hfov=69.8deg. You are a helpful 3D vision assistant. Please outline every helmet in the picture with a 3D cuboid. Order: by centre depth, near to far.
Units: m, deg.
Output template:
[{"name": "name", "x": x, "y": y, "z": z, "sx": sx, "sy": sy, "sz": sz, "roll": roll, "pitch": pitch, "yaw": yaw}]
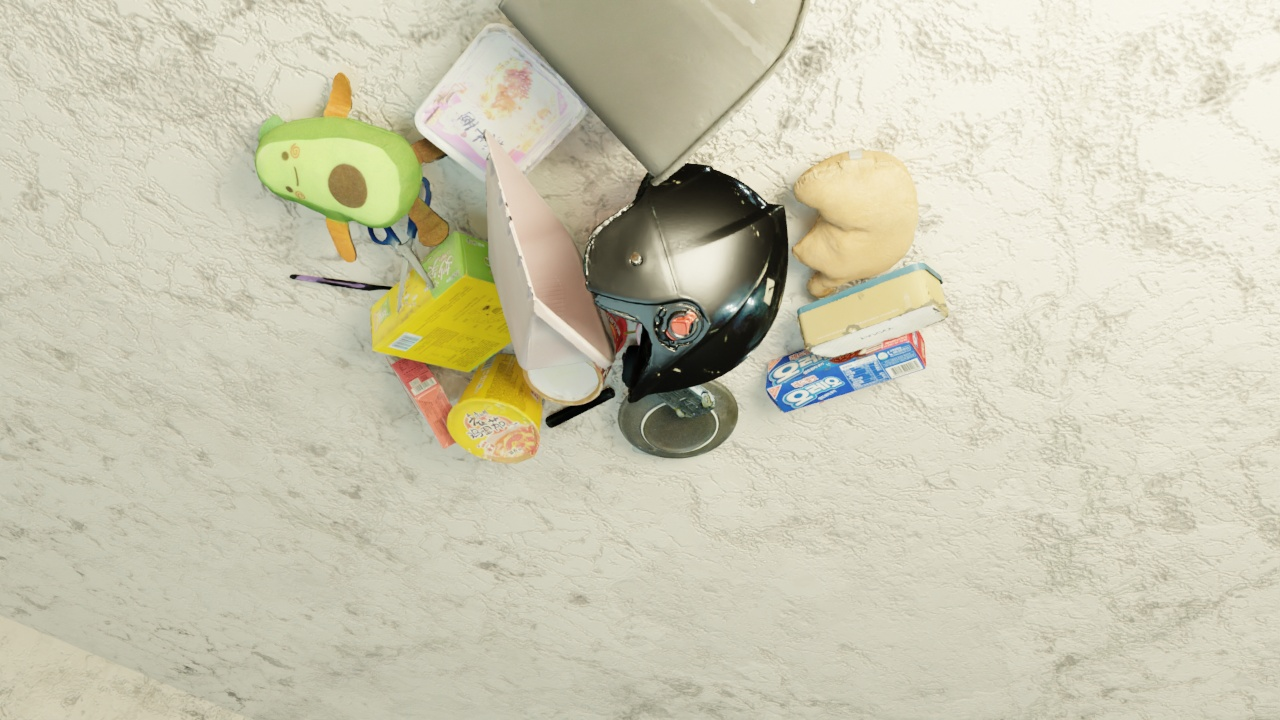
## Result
[{"name": "helmet", "x": 0.049, "y": -0.087, "z": 1.031, "sx": 0.230, "sy": 0.233, "sz": 0.275, "roll": 2, "pitch": 98, "yaw": 0}]

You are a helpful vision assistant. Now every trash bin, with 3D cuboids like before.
[{"name": "trash bin", "x": 0.012, "y": -0.325, "z": 0.853, "sx": 0.219, "sy": 0.198, "sz": 0.199, "roll": 40, "pitch": 129, "yaw": -16}]

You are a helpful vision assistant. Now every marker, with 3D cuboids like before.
[{"name": "marker", "x": -0.092, "y": 0.072, "z": 1.385, "sx": 0.132, "sy": 0.022, "sz": 0.020, "roll": -26, "pitch": 81, "yaw": 33}]

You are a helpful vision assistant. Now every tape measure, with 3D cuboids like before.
[{"name": "tape measure", "x": -0.008, "y": 0.007, "z": 1.275, "sx": 0.039, "sy": 0.057, "sz": 0.058, "roll": 9, "pitch": 117, "yaw": 2}]

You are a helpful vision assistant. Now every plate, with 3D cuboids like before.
[{"name": "plate", "x": 0.057, "y": 0.090, "z": 1.343, "sx": 0.179, "sy": 0.024, "sz": 0.180, "roll": -2, "pitch": 134, "yaw": -2}]

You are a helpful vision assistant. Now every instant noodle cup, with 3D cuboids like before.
[{"name": "instant noodle cup", "x": -0.149, "y": -0.285, "z": 1.014, "sx": 0.138, "sy": 0.060, "sz": 0.174, "roll": 37, "pitch": 133, "yaw": -23}, {"name": "instant noodle cup", "x": -0.092, "y": -0.013, "z": 1.238, "sx": 0.138, "sy": 0.108, "sz": 0.138, "roll": 6, "pitch": 136, "yaw": 6}, {"name": "instant noodle cup", "x": -0.201, "y": 0.066, "z": 1.341, "sx": 0.138, "sy": 0.109, "sz": 0.138, "roll": 7, "pitch": 135, "yaw": 6}]

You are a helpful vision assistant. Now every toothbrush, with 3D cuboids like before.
[{"name": "toothbrush", "x": -0.402, "y": -0.104, "z": 1.287, "sx": 0.189, "sy": 0.014, "sz": 0.017, "roll": 8, "pitch": 148, "yaw": 6}]

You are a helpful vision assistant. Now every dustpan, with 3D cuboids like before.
[{"name": "dustpan", "x": -0.089, "y": -0.107, "z": 1.037, "sx": 0.138, "sy": 0.222, "sz": 0.274, "roll": -11, "pitch": 158, "yaw": -16}]

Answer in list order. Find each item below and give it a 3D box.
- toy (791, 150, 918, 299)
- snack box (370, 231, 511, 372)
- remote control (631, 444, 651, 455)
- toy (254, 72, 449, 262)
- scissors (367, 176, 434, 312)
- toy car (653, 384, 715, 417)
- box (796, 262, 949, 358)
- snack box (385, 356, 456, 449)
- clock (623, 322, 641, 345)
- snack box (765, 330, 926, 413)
[{"name": "toy", "x": 0.247, "y": -0.141, "z": 1.058, "sx": 0.143, "sy": 0.082, "sz": 0.226, "roll": 3, "pitch": 139, "yaw": 10}, {"name": "snack box", "x": -0.232, "y": -0.069, "z": 1.201, "sx": 0.157, "sy": 0.070, "sz": 0.211, "roll": 16, "pitch": 143, "yaw": -43}, {"name": "remote control", "x": 0.017, "y": 0.093, "z": 1.380, "sx": 0.056, "sy": 0.020, "sz": 0.136, "roll": 8, "pitch": 133, "yaw": 3}, {"name": "toy", "x": -0.340, "y": -0.222, "z": 1.084, "sx": 0.247, "sy": 0.089, "sz": 0.227, "roll": 9, "pitch": 112, "yaw": 2}, {"name": "scissors", "x": -0.295, "y": -0.150, "z": 1.147, "sx": 0.162, "sy": 0.176, "sz": 0.012, "roll": 24, "pitch": -170, "yaw": 36}, {"name": "toy car", "x": 0.051, "y": 0.040, "z": 1.254, "sx": 0.054, "sy": 0.036, "sz": 0.120, "roll": -25, "pitch": 135, "yaw": 38}, {"name": "box", "x": 0.288, "y": -0.059, "z": 1.116, "sx": 0.185, "sy": 0.059, "sz": 0.089, "roll": -23, "pitch": 158, "yaw": 28}, {"name": "snack box", "x": -0.320, "y": 0.053, "z": 1.374, "sx": 0.044, "sy": 0.127, "sz": 0.113, "roll": -32, "pitch": 134, "yaw": -15}, {"name": "clock", "x": 0.065, "y": -0.042, "z": 1.207, "sx": 0.158, "sy": 0.059, "sz": 0.117, "roll": 18, "pitch": 136, "yaw": -8}, {"name": "snack box", "x": 0.266, "y": 0.007, "z": 1.210, "sx": 0.208, "sy": 0.058, "sz": 0.057, "roll": -21, "pitch": 127, "yaw": 30}]
